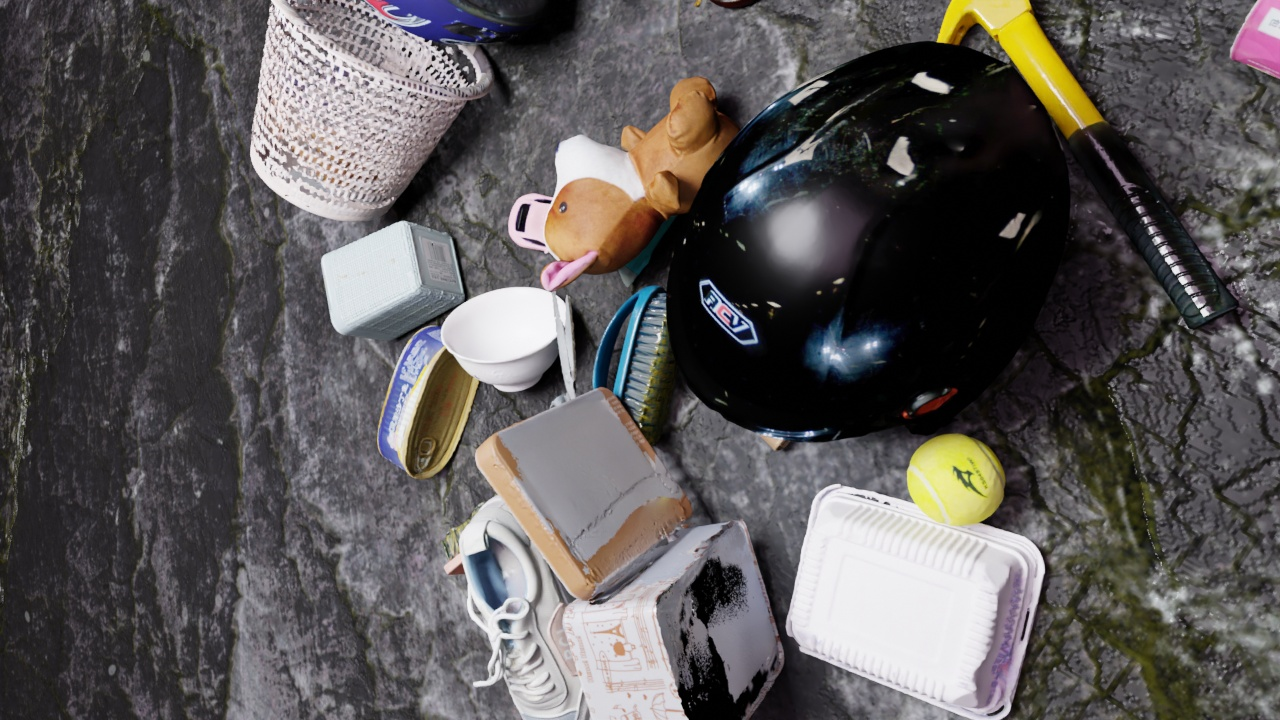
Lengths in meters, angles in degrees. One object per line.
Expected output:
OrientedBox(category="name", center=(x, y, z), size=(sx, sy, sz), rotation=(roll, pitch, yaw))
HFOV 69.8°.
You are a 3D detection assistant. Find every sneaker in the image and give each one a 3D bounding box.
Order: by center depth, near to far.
OrientedBox(category="sneaker", center=(-0.096, 0.238, 0.784), size=(0.090, 0.090, 0.242), rotation=(-13, 98, 18))

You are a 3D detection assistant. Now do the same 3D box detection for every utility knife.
OrientedBox(category="utility knife", center=(0.024, -0.133, 0.819), size=(0.029, 0.013, 0.151), rotation=(42, 105, 24))

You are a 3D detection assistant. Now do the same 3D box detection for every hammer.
OrientedBox(category="hammer", center=(0.308, -0.156, 0.634), size=(0.129, 0.032, 0.300), rotation=(-34, 69, 25))

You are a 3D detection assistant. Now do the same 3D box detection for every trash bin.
OrientedBox(category="trash bin", center=(-0.289, -0.256, 0.920), size=(0.227, 0.227, 0.193), rotation=(51, 124, 24))

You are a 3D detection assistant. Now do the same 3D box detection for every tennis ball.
OrientedBox(category="tennis ball", center=(0.222, 0.084, 0.647), size=(0.066, 0.065, 0.065), rotation=(-3, 84, 31))

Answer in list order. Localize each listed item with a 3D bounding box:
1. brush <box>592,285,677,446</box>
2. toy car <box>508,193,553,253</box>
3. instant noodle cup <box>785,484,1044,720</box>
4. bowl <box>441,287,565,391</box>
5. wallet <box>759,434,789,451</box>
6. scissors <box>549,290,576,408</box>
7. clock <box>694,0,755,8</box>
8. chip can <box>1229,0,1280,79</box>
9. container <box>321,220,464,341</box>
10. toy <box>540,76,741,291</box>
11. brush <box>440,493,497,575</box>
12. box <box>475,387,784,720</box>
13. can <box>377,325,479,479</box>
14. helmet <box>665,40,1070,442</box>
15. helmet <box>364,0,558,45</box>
OrientedBox(category="brush", center=(-0.005, 0.005, 0.798), size=(0.074, 0.055, 0.144), rotation=(15, 96, 28))
OrientedBox(category="toy car", center=(-0.075, -0.126, 0.866), size=(0.122, 0.037, 0.056), rotation=(15, 95, 30))
OrientedBox(category="instant noodle cup", center=(0.188, 0.174, 0.665), size=(0.174, 0.060, 0.138), rotation=(14, 93, 30))
OrientedBox(category="bowl", center=(-0.121, -0.011, 0.859), size=(0.118, 0.118, 0.065), rotation=(19, 135, 31))
OrientedBox(category="wallet", center=(0.100, 0.004, 0.750), size=(0.115, 0.033, 0.090), rotation=(47, 112, 25))
OrientedBox(category="scissors", center=(-0.066, 0.018, 0.807), size=(0.168, 0.014, 0.157), rotation=(64, 151, 2))
OrientedBox(category="clock", center=(0.086, -0.356, 0.774), size=(0.122, 0.055, 0.082), rotation=(-33, 69, 23))
OrientedBox(category="chip can", center=(0.458, -0.161, 0.520), size=(0.210, 0.071, 0.071), rotation=(41, 107, 28))
OrientedBox(category="container", center=(-0.249, -0.082, 0.940), size=(0.112, 0.090, 0.090), rotation=(-20, 76, 26))
OrientedBox(category="toy", center=(-0.010, -0.145, 0.762), size=(0.200, 0.140, 0.130), rotation=(-41, 104, 20))
OrientedBox(category="brush", center=(-0.114, 0.157, 0.851), size=(0.146, 0.063, 0.073), rotation=(-41, 63, 20))
OrientedBox(category="box", center=(-0.001, 0.148, 0.682), size=(0.105, 0.178, 0.260), rotation=(-16, 92, 29))
OrientedBox(category="can", center=(-0.211, 0.041, 0.913), size=(0.049, 0.074, 0.148), rotation=(24, 98, 34))
OrientedBox(category="helmet", center=(0.147, -0.076, 0.613), size=(0.274, 0.231, 0.233), rotation=(-32, 64, -16))
OrientedBox(category="helmet", center=(-0.161, -0.407, 0.826), size=(0.315, 0.246, 0.241), rotation=(46, 130, 20))
